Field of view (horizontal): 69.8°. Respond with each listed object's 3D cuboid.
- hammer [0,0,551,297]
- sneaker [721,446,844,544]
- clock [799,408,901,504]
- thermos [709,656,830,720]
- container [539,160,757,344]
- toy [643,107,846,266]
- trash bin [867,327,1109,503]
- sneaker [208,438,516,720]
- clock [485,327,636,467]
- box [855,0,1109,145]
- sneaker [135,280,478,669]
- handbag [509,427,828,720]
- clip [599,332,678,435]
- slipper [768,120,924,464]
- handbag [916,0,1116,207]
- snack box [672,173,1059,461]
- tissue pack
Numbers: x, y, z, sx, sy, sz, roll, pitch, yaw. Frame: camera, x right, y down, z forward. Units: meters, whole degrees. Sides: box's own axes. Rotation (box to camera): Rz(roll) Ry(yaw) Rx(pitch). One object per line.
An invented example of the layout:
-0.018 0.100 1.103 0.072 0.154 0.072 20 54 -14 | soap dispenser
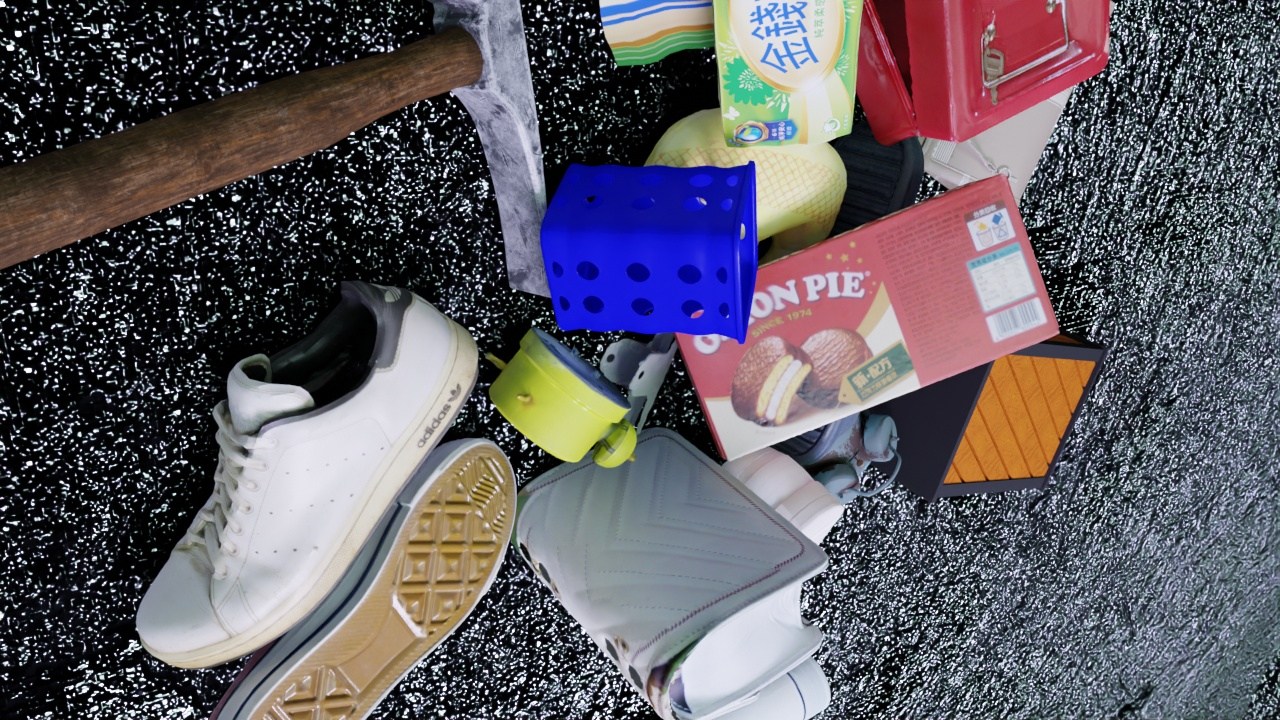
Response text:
-0.153 -0.073 0.421 0.299 0.037 0.218 -40 134 -42 | hammer
0.074 0.145 0.752 0.090 0.104 0.237 -29 155 -27 | sneaker
0.153 0.066 0.738 0.090 0.124 0.053 -47 130 -7 | clock
0.078 0.353 0.879 0.229 0.068 0.068 -18 123 -29 | thermos
0.008 -0.066 0.547 0.084 0.114 0.085 -73 162 -46 | container
0.069 -0.114 0.623 0.170 0.064 0.155 7 123 -34 | toy
0.273 0.023 0.797 0.171 0.140 0.140 3 112 -38 | trash bin
-0.171 0.143 0.564 0.240 0.088 0.118 -51 124 -33 | sneaker
-0.044 0.028 0.598 0.057 0.083 0.119 -51 130 4 | clock
0.218 -0.227 0.619 0.157 0.127 0.137 -27 117 -21 | box
-0.193 0.055 0.491 0.241 0.089 0.102 -51 141 -9 | sneaker
0.014 0.143 0.627 0.141 0.198 0.096 -21 126 -26 | handbag
-0.003 0.004 0.664 0.054 0.044 0.102 10 107 -53 | clip
0.158 -0.049 0.709 0.082 0.101 0.264 6 104 -47 | slipper
0.253 -0.231 0.715 0.197 0.062 0.176 14 104 -32 | handbag
0.144 -0.029 0.620 0.236 0.060 0.113 -22 96 2 | snack box
0.042 -0.214 0.494 0.141 0.120 0.198 -4 143 7 | tissue pack
